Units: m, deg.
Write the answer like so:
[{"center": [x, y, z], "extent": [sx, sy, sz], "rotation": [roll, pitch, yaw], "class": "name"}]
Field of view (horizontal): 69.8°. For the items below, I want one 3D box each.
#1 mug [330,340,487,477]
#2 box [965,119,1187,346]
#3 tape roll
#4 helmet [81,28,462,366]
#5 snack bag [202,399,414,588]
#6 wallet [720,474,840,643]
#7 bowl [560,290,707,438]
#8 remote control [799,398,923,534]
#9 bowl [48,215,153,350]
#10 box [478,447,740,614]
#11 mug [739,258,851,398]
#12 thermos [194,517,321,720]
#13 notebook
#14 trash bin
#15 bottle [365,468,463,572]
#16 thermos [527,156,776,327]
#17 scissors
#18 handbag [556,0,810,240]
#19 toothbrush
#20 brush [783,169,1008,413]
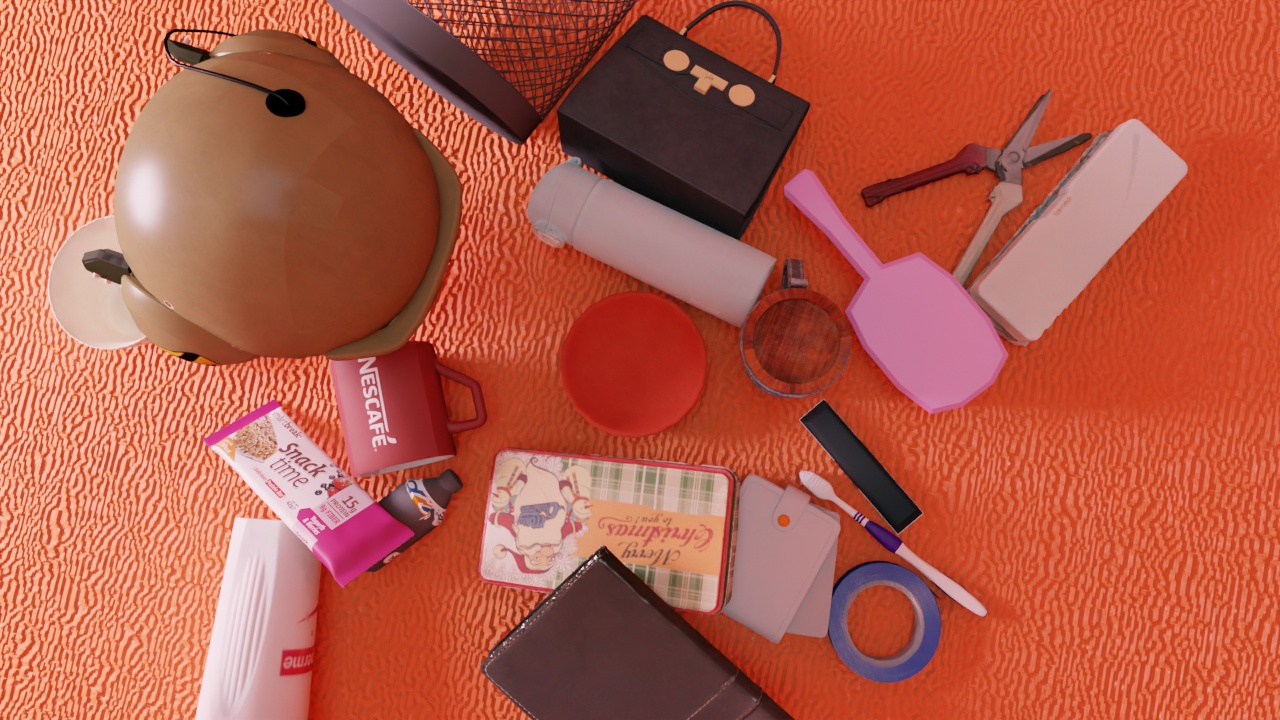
[{"center": [-0.189, 0.037, 0.764], "extent": [0.116, 0.080, 0.096], "rotation": [-13, 83, -4], "class": "mug"}, {"center": [0.356, -0.103, 0.751], "extent": [0.083, 0.067, 0.199], "rotation": [40, 87, 26], "class": "box"}, {"center": [0.197, 0.212, 0.746], "extent": [0.091, 0.016, 0.093], "rotation": [35, 88, 7], "class": "tape roll"}, {"center": [-0.253, -0.105, 0.683], "extent": [0.233, 0.255, 0.250], "rotation": [19, 87, 9], "class": "helmet"}, {"center": [-0.275, 0.102, 0.752], "extent": [0.196, 0.016, 0.070], "rotation": [36, 51, 25], "class": "snack bag"}, {"center": [0.114, 0.164, 0.746], "extent": [0.115, 0.037, 0.118], "rotation": [29, 89, 9], "class": "wallet"}, {"center": [-0.005, 0.005, 0.773], "extent": [0.122, 0.035, 0.122], "rotation": [0, 84, 4], "class": "bowl"}, {"center": [0.183, 0.088, 0.762], "extent": [0.028, 0.012, 0.124], "rotation": [-40, 83, 0], "class": "remote control"}, {"center": [-0.441, -0.063, 0.801], "extent": [0.115, 0.062, 0.115], "rotation": [0, 84, 5], "class": "bowl"}, {"center": [-0.025, 0.133, 0.739], "extent": [0.206, 0.050, 0.117], "rotation": [5, 86, 15], "class": "box"}, {"center": [0.120, -0.026, 0.729], "extent": [0.081, 0.111, 0.117], "rotation": [4, 84, 5], "class": "mug"}, {"center": [-0.309, 0.240, 0.746], "extent": [0.099, 0.099, 0.220], "rotation": [3, 80, 5], "class": "thermos"}, {"center": [-0.005, 0.264, 0.716], "extent": [0.209, 0.029, 0.170], "rotation": [44, 113, 1], "class": "notebook"}, {"center": [-0.106, -0.322, 0.730], "extent": [0.218, 0.217, 0.227], "rotation": [35, 92, 7], "class": "trash bin"}, {"center": [-0.199, 0.132, 0.770], "extent": [0.112, 0.047, 0.047], "rotation": [-37, 83, 0], "class": "bottle"}, {"center": [0.006, -0.099, 0.768], "extent": [0.207, 0.065, 0.077], "rotation": [26, 74, 6], "class": "thermos"}, {"center": [0.284, -0.140, 0.776], "extent": [0.198, 0.015, 0.179], "rotation": [-1, 84, 5], "class": "scissors"}, {"center": [0.057, -0.229, 0.789], "extent": [0.176, 0.072, 0.195], "rotation": [31, 77, 7], "class": "handbag"}, {"center": [0.206, 0.149, 0.752], "extent": [0.186, 0.016, 0.015], "rotation": [38, 88, 5], "class": "toothbrush"}, {"center": [0.199, -0.062, 0.753], "extent": [0.089, 0.043, 0.228], "rotation": [-40, 83, 10], "class": "brush"}]
